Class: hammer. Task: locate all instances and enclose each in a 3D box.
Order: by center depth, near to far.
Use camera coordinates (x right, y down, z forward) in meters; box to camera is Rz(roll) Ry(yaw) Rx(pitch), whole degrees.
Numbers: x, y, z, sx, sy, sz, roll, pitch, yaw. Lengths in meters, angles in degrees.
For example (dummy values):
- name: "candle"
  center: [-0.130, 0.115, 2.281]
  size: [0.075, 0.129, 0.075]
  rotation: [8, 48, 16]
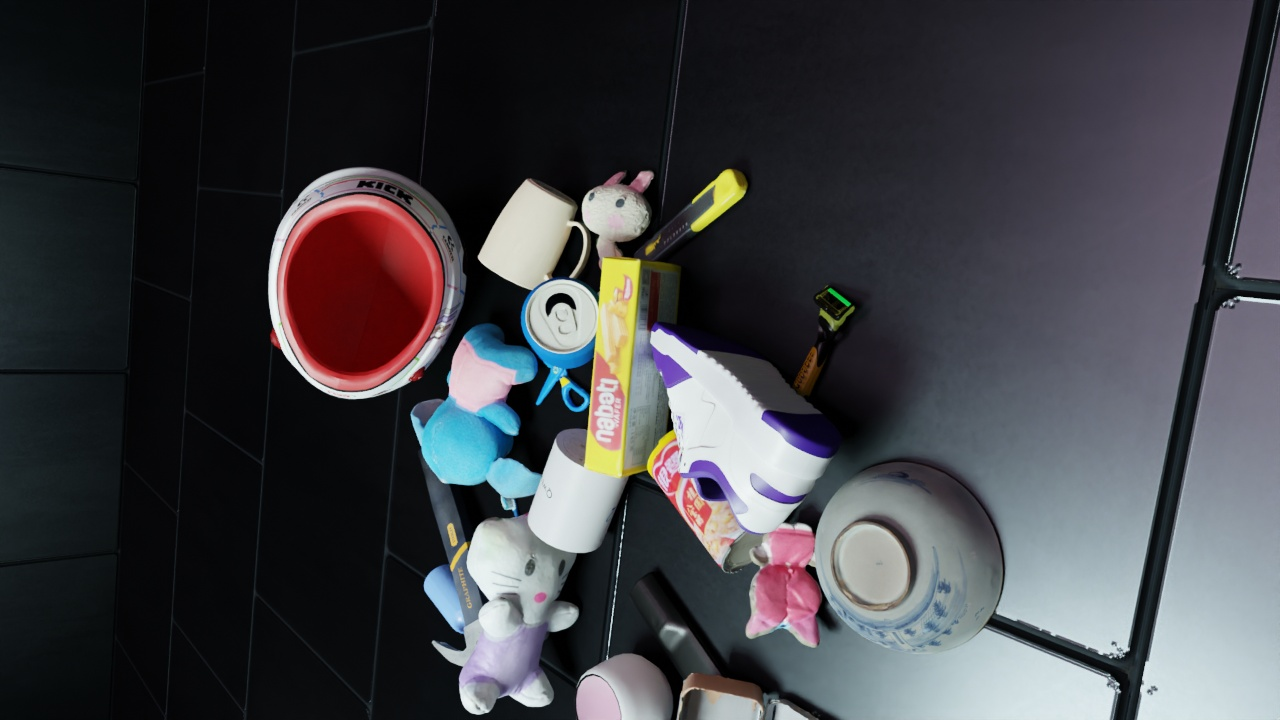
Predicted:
- name: "hammer"
  center: [-0.215, 0.226, 1.127]
  size: [0.139, 0.035, 0.312]
  rotation: [-32, 57, 13]

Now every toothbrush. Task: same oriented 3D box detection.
- name: "toothbrush"
  center: [-0.137, 0.214, 1.075]
  size: [0.021, 0.016, 0.132]
  rotation: [-48, 56, 39]

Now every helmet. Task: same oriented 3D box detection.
- name: "helmet"
  center: [-0.332, -0.108, 1.135]
  size: [0.235, 0.231, 0.315]
  rotation: [-98, 26, -60]

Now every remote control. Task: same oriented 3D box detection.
- name: "remote control"
  center: [0.036, 0.270, 0.879]
  size: [0.140, 0.021, 0.046]
  rotation: [49, 125, 35]

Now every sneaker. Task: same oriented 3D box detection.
- name: "sneaker"
  center: [0.068, 0.055, 0.771]
  size: [0.244, 0.091, 0.111]
  rotation: [48, 120, 56]

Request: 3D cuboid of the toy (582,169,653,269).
- name: "toy"
  center: [-0.025, -0.146, 0.933]
  size: [0.087, 0.050, 0.112]
  rotation: [25, 91, 42]

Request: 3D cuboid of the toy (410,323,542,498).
- name: "toy"
  center: [-0.184, 0.061, 1.078]
  size: [0.224, 0.098, 0.191]
  rotation: [27, 100, 41]

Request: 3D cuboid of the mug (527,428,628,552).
- name: "mug"
  center: [-0.065, 0.125, 0.959]
  size: [0.119, 0.083, 0.096]
  rotation: [-110, 37, -63]

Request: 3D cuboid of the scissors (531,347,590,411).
- name: "scissors"
  center: [-0.090, 0.006, 1.026]
  size: [0.125, 0.014, 0.131]
  rotation: [36, 115, 42]

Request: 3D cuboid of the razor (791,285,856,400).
- name: "razor"
  center: [0.139, 0.011, 0.767]
  size: [0.144, 0.021, 0.044]
  rotation: [-69, 27, 20]

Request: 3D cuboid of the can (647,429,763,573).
- name: "can"
  center: [0.065, 0.120, 0.814]
  size: [0.124, 0.066, 0.067]
  rotation: [50, 125, 35]

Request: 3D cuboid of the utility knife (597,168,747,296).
- name: "utility knife"
  center: [0.021, -0.113, 0.903]
  size: [0.234, 0.020, 0.028]
  rotation: [-38, 60, 43]

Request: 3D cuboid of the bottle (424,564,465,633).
- name: "bottle"
  center: [-0.220, 0.310, 1.142]
  size: [0.131, 0.048, 0.048]
  rotation: [35, 115, 42]

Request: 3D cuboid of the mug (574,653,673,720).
- name: "mug"
  center: [-0.003, 0.341, 0.880]
  size: [0.124, 0.076, 0.090]
  rotation: [43, 120, 39]

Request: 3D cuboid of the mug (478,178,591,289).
- name: "mug"
  center: [-0.107, -0.133, 1.006]
  size: [0.111, 0.085, 0.104]
  rotation: [31, 103, 14]

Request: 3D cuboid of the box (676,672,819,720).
- name: "box"
  center: [0.090, 0.394, 0.798]
  size: [0.157, 0.071, 0.216]
  rotation: [13, 99, 35]

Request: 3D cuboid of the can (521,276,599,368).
- name: "can"
  center: [-0.075, -0.035, 0.915]
  size: [0.146, 0.079, 0.079]
  rotation: [126, 142, -85]

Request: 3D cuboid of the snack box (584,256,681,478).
- name: "snack box"
  center: [-0.005, 0.005, 0.870]
  size: [0.042, 0.092, 0.200]
  rotation: [7, 96, 27]

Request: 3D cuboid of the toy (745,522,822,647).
- name: "toy"
  center: [0.123, 0.185, 0.771]
  size: [0.065, 0.050, 0.102]
  rotation: [5, 88, 13]

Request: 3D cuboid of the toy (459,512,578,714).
- name: "toy"
  center: [-0.131, 0.261, 0.978]
  size: [0.086, 0.137, 0.209]
  rotation: [4, 83, 45]

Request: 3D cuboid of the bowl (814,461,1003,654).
- name: "bowl"
  center: [0.185, 0.150, 0.684]
  size: [0.151, 0.056, 0.150]
  rotation: [-2, 88, 43]
